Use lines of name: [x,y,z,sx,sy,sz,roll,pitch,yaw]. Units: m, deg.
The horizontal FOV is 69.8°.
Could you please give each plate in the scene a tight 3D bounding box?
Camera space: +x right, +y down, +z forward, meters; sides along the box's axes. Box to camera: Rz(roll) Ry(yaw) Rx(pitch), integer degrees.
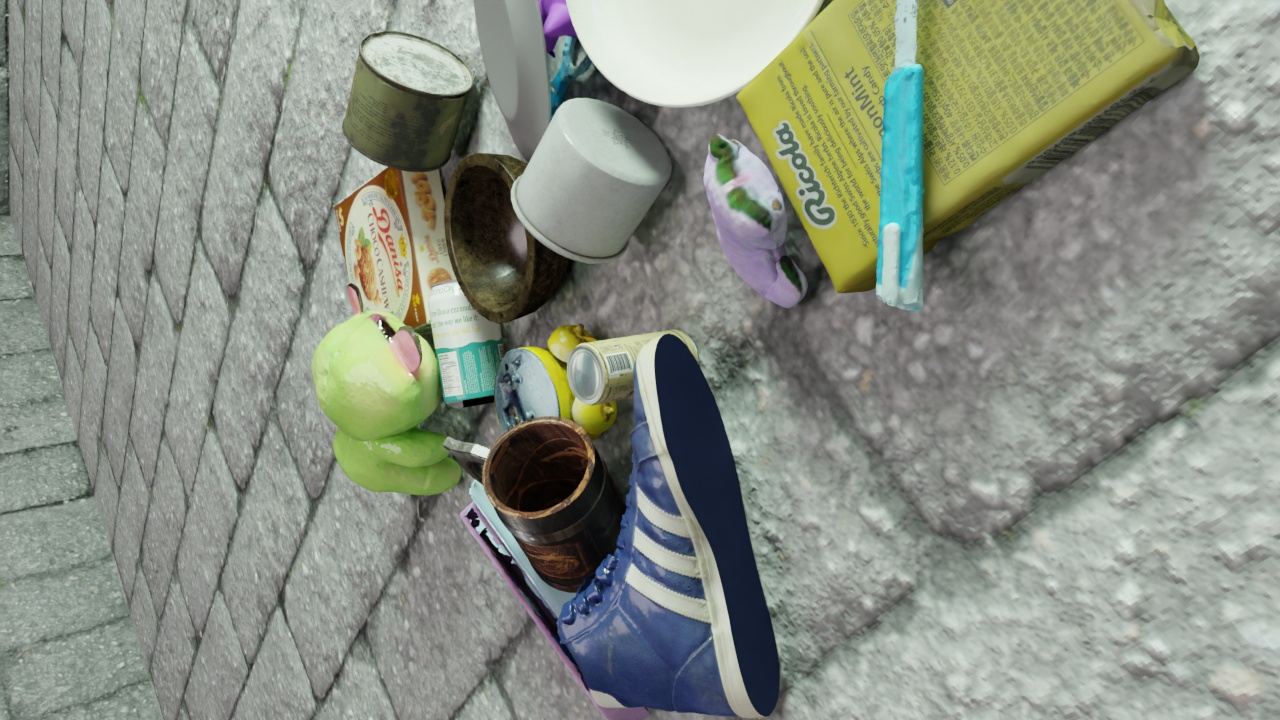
plate: [0.034,-0.231,0.499,0.183,0.034,0.182,8,103,37]
plate: [-0.094,-0.222,0.629,0.179,0.012,0.178,165,90,-74]

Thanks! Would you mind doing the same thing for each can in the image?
can: [-0.003,0.003,0.575,0.038,0.079,0.038,13,108,47]
can: [-0.140,-0.014,0.750,0.055,0.054,0.101,-8,92,50]
can: [-0.187,-0.207,0.737,0.090,0.089,0.075,53,134,28]

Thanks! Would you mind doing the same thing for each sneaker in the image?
sneaker: [-0.003,0.109,0.565,0.119,0.091,0.233,-14,97,26]

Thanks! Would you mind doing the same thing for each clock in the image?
clock: [-0.058,0.024,0.660,0.119,0.057,0.083,-36,70,47]

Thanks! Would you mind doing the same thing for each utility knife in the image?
utility knife: [0.114,-0.103,0.392,0.022,0.015,0.167,15,113,43]

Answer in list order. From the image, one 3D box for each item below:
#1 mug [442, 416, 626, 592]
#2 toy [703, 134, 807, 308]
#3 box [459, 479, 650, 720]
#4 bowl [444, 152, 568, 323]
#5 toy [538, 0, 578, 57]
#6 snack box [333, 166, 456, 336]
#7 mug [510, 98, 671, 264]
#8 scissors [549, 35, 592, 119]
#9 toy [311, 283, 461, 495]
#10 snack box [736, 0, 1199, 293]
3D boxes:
mug: [-0.069,0.094,0.622,0.116,0.079,0.107,13,148,23]
toy: [0.062,-0.070,0.488,0.080,0.036,0.100,59,179,20]
box: [-0.046,0.163,0.700,0.214,0.091,0.090,44,171,35]
bowl: [-0.089,-0.092,0.670,0.121,0.056,0.121,21,118,46]
toy: [-0.037,-0.237,0.579,0.106,0.055,0.088,20,101,20]
snack box: [-0.222,-0.092,0.838,0.147,0.041,0.143,-13,88,50]
mug: [-0.031,-0.124,0.589,0.071,0.084,0.113,-53,27,39]
scissors: [-0.071,-0.197,0.666,0.118,0.013,0.140,45,130,33]
toy: [-0.227,0.038,0.798,0.150,0.107,0.197,35,150,38]
snack box: [0.136,-0.126,0.413,0.181,0.045,0.121,-38,72,44]
